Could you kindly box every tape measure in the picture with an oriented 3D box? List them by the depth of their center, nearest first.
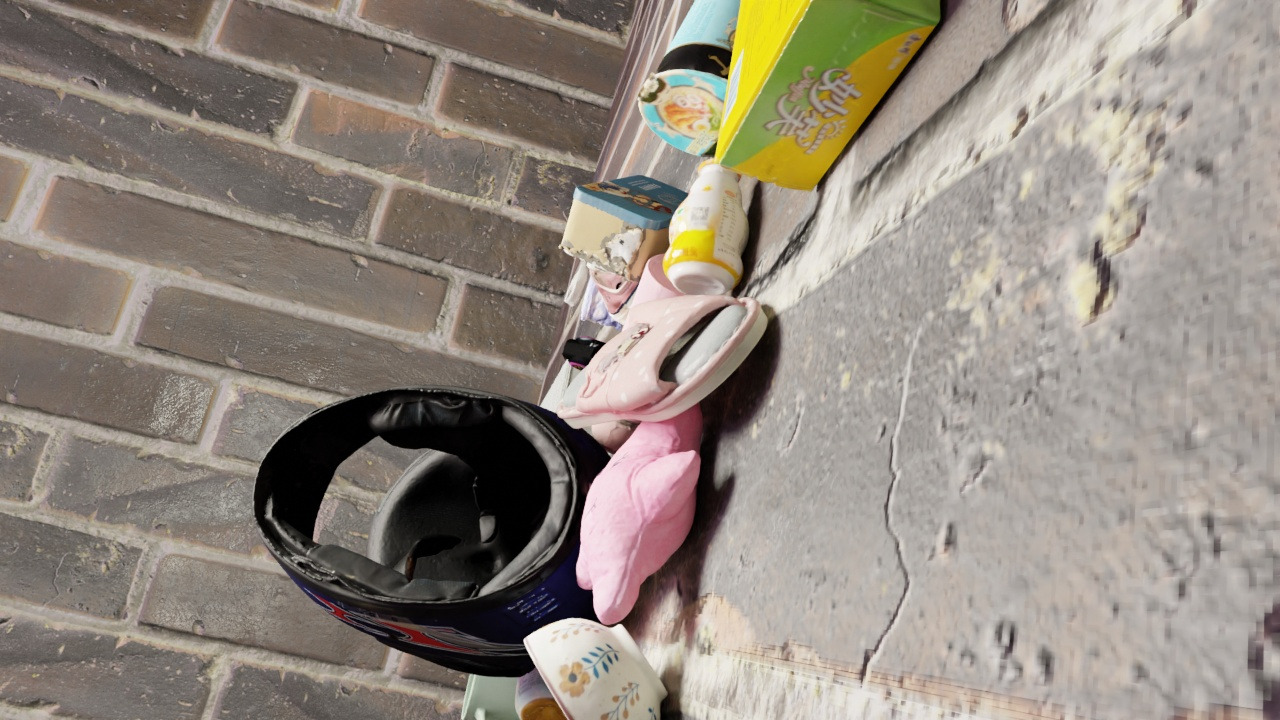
[{"bbox_3d":[-0.056,-0.006,1.085,0.058,0.057,0.039,33,-108,-55],"label":"tape measure"}]

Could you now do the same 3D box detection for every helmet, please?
[{"bbox_3d":[-0.163,0.158,0.849,0.241,0.316,0.246,80,-162,-62],"label":"helmet"}]

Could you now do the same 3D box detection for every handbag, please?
[{"bbox_3d":[-0.019,-0.137,1.203,0.134,0.075,0.194,-92,19,-75],"label":"handbag"}]

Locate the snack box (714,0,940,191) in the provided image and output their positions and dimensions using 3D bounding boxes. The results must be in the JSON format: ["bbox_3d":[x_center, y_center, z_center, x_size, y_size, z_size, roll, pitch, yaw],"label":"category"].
[{"bbox_3d":[0.112,-0.232,0.550,0.158,0.070,0.209,122,161,-63],"label":"snack box"}]

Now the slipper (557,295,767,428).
[{"bbox_3d":[-0.001,-0.001,0.690,0.114,0.054,0.275,-50,14,-23],"label":"slipper"}]

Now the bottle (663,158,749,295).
[{"bbox_3d":[0.055,-0.105,0.721,0.063,0.063,0.108,124,159,-65],"label":"bottle"}]

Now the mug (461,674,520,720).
[{"bbox_3d":[-0.125,0.349,0.948,0.111,0.106,0.082,-91,19,-62],"label":"mug"}]

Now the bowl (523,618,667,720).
[{"bbox_3d":[-0.022,0.216,0.610,0.062,0.113,0.113,-33,0,-13],"label":"bowl"}]

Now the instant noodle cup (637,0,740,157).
[{"bbox_3d":[0.068,-0.255,0.784,0.111,0.111,0.120,129,162,-69],"label":"instant noodle cup"}]

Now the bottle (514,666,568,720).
[{"bbox_3d":[-0.084,0.281,0.931,0.189,0.068,0.068,-89,16,-56],"label":"bottle"}]

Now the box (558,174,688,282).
[{"bbox_3d":[0.001,-0.129,0.866,0.183,0.090,0.064,-41,-28,-63],"label":"box"}]

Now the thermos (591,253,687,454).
[{"bbox_3d":[0.012,-0.002,0.841,0.087,0.067,0.199,-45,-20,-51],"label":"thermos"}]

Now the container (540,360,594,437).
[{"bbox_3d":[-0.081,0.067,1.207,0.115,0.090,0.090,119,163,-48],"label":"container"}]

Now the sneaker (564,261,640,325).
[{"bbox_3d":[-0.020,-0.093,1.006,0.118,0.088,0.241,-58,5,-1],"label":"sneaker"}]

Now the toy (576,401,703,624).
[{"bbox_3d":[0.002,0.098,0.680,0.178,0.074,0.195,-63,6,-6],"label":"toy"}]
